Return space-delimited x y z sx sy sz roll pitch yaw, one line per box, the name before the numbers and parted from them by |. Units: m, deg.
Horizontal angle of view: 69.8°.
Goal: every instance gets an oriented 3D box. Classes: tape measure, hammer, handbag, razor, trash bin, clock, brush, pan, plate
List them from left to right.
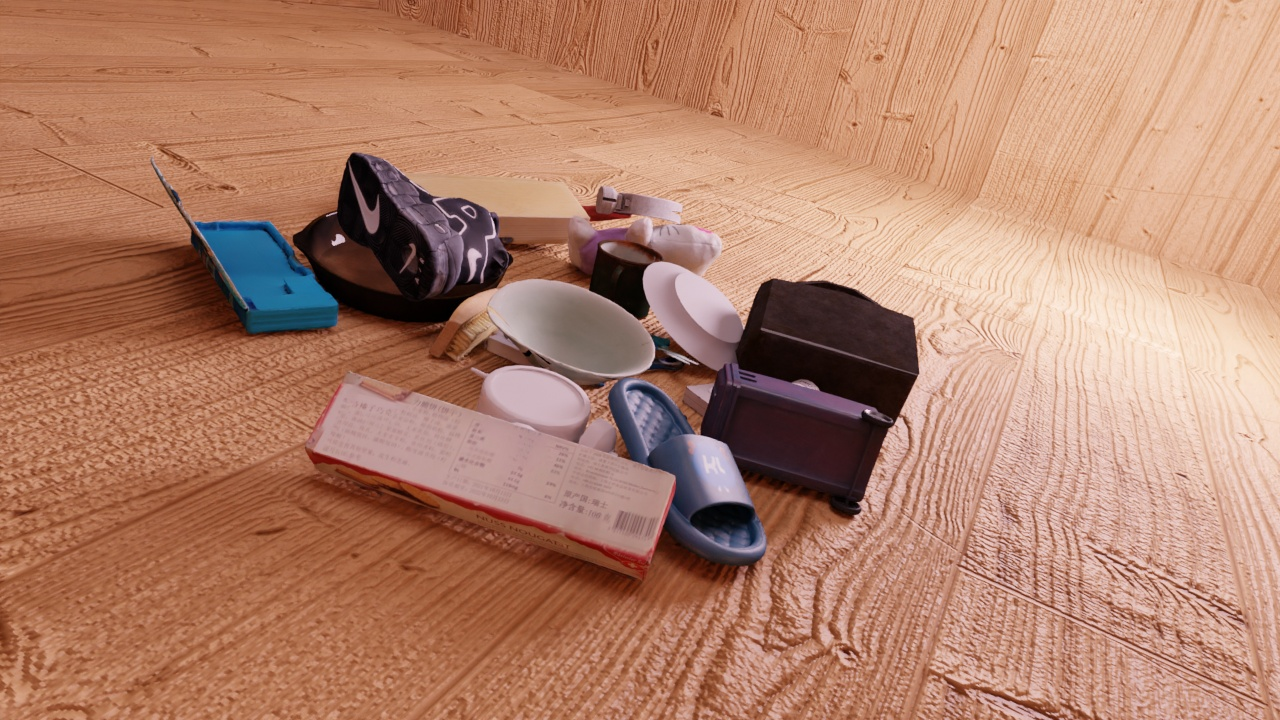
pan | -0.294 -0.146 1.114 0.248 0.043 0.355 2 33 -24
brush | -0.179 -0.037 0.973 0.039 0.049 0.116 40 25 1
tape measure | -0.129 -0.017 0.993 0.064 0.017 0.064 23 25 18
clock | -0.087 0.064 0.793 0.119 0.061 0.159 -1 32 -33
hammer | -0.035 -0.222 1.363 0.126 0.036 0.316 7 5 -18
razor | -0.006 0.006 1.011 0.140 0.018 0.044 -7 31 -40
plate | 0.077 -0.058 1.098 0.172 0.019 0.172 30 34 -24
tape measure | 0.086 0.044 0.975 0.060 0.020 0.062 -5 30 -38
trash bin | 0.140 0.067 0.865 0.161 0.094 0.092 16 14 0
handbag | 0.226 -0.029 1.113 0.197 0.102 0.198 17 40 6

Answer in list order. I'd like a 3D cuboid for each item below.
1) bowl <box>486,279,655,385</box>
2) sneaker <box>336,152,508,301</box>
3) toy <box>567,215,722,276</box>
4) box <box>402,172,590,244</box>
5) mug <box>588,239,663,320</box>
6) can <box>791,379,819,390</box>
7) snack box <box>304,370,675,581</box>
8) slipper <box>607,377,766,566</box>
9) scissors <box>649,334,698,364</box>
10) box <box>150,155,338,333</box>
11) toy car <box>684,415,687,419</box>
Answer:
bowl | -0.077 -0.011 0.940 0.174 0.068 0.174 16 30 -10
sneaker | -0.235 -0.159 1.033 0.150 0.097 0.252 -5 37 -42
toy | 0.003 -0.149 1.260 0.209 0.085 0.138 5 -9 -4
box | -0.235 -0.237 1.365 0.246 0.076 0.257 -2 22 -26
mug | -0.024 -0.096 1.147 0.085 0.081 0.110 18 24 7
can | 0.151 0.051 0.967 0.044 0.044 0.106 28 27 29
snack box | -0.113 0.086 0.696 0.273 0.044 0.076 17 60 7
slipper | 0.043 0.085 0.775 0.103 0.059 0.213 14 32 -41
scissors | 0.022 -0.011 1.047 0.073 0.016 0.134 3 16 -28
box | -0.430 -0.108 0.959 0.166 0.075 0.243 33 4 -46
toy car | 0.026 0.074 0.869 0.038 0.025 0.089 11 26 -11
